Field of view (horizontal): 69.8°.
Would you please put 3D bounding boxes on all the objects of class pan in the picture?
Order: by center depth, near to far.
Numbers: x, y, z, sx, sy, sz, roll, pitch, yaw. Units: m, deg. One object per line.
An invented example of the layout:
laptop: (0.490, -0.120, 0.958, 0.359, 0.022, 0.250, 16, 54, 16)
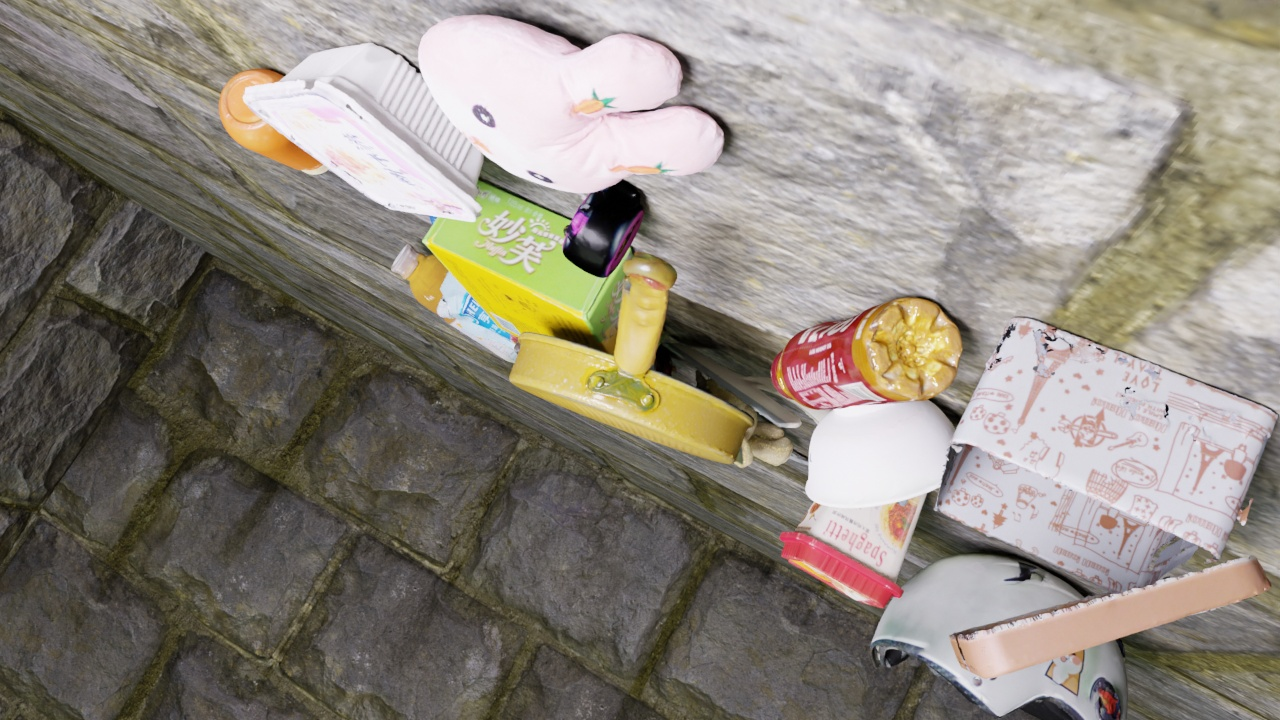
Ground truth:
pan: (-0.004, 0.004, 0.649, 0.198, 0.078, 0.357, 20, 173, 3)

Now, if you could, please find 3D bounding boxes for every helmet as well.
helmet: (0.386, 0.288, 0.957, 0.274, 0.156, 0.230, 21, 170, -15)

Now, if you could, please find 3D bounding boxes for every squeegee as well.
squeegee: (0.162, 0.061, 0.812, 0.246, 0.039, 0.246, 33, -178, -23)

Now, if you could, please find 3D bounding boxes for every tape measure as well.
tape measure: (-0.026, -0.085, 0.592, 0.039, 0.057, 0.057, 30, 172, 2)

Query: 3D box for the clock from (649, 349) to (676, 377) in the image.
clock: (-0.014, 0.011, 0.930, 0.122, 0.082, 0.055, 35, 162, -16)

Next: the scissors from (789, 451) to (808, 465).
scissors: (0.194, 0.118, 1.063, 0.159, 0.014, 0.179, 38, 169, -29)

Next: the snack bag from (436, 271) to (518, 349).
snack bag: (-0.133, -0.043, 1.018, 0.191, 0.038, 0.111, 29, 143, -12)

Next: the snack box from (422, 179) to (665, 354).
snack box: (-0.073, -0.058, 0.793, 0.158, 0.070, 0.210, 26, 168, 16)

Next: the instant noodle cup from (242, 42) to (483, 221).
instant noodle cup: (-0.183, -0.163, 0.638, 0.174, 0.060, 0.138, 15, 162, 49)

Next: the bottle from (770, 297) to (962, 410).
bottle: (0.130, 0.001, 0.577, 0.057, 0.057, 0.175, 31, 169, -8)

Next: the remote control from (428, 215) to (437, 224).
remote control: (-0.176, -0.120, 0.899, 0.049, 0.024, 0.125, 30, 168, -2)

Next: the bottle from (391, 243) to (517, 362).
bottle: (-0.203, -0.069, 1.079, 0.189, 0.068, 0.068, 35, 168, -22)

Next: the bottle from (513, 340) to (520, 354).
bottle: (-0.035, 0.010, 0.978, 0.195, 0.079, 0.044, 31, 168, -17)

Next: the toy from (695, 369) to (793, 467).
toy: (0.105, 0.063, 0.934, 0.157, 0.066, 0.105, 35, -150, -45)

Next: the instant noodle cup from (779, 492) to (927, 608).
instant noodle cup: (0.218, 0.167, 0.921, 0.116, 0.124, 0.117, 30, 169, 1)

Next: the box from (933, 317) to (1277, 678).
box: (0.228, 0.107, 0.498, 0.152, 0.174, 0.182, 26, 168, 23)

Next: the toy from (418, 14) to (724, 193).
toy: (-0.039, -0.127, 0.461, 0.160, 0.054, 0.121, 11, 160, 37)

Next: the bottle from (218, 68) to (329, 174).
bottle: (-0.305, -0.198, 0.800, 0.067, 0.066, 0.149, 28, 176, 7)

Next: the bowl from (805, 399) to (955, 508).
bowl: (0.166, 0.050, 0.648, 0.118, 0.118, 0.065, 5, 116, 65)
